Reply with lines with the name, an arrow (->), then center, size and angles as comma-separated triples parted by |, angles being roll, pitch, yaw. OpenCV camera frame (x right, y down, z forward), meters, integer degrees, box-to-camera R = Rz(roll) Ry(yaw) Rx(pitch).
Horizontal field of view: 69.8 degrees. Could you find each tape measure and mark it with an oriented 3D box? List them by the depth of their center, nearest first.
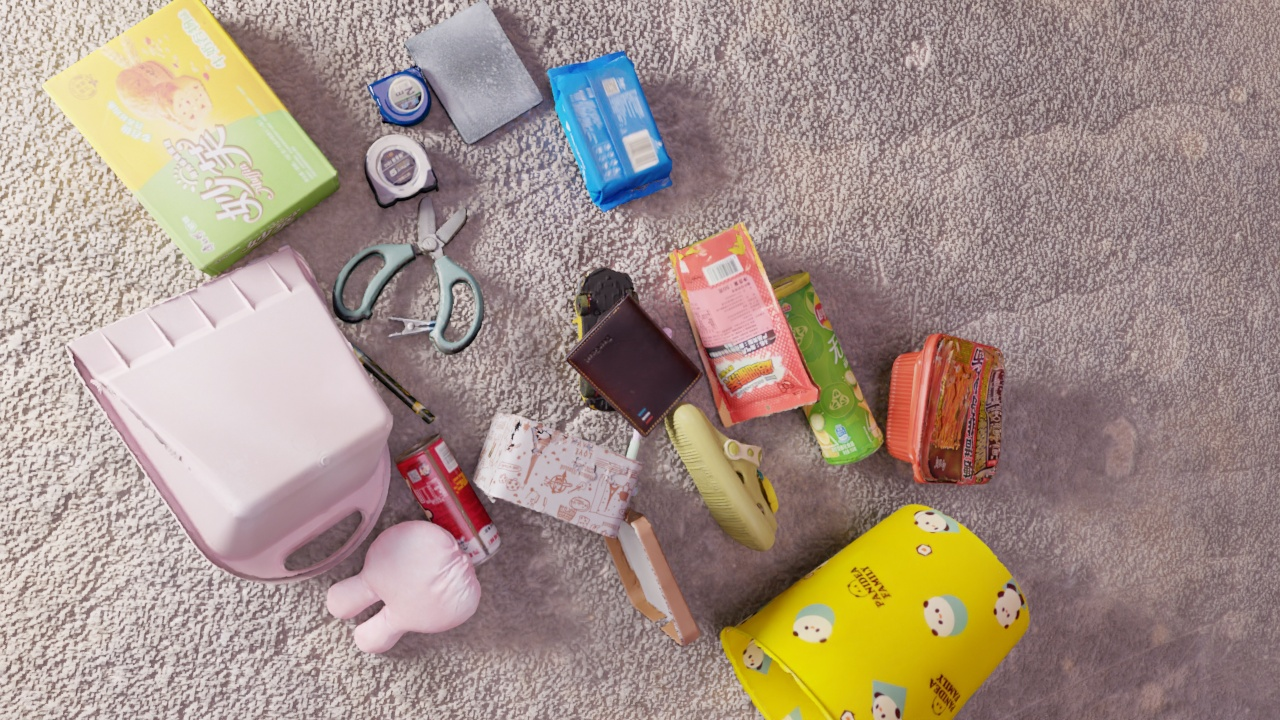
tape measure -> -0.243, -0.192, 0.922 | 0.065, 0.034, 0.066 | -22, 99, -16
tape measure -> -0.239, -0.264, 0.926 | 0.058, 0.025, 0.054 | -25, 98, -5

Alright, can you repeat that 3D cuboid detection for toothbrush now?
toothbrush -> -0.277, -0.003, 0.928 | 0.186, 0.012, 0.017 | 44, 69, -12
toothbrush -> 0.007, 0.055, 1.003 | 0.021, 0.029, 0.189 | 12, 86, 21

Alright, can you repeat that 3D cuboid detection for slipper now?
slipper -> 0.101, 0.117, 0.996 | 0.081, 0.092, 0.190 | -34, 96, -15

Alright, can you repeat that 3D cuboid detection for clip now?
clip -> -0.229, -0.033, 0.934 | 0.057, 0.025, 0.029 | 0, 87, -11

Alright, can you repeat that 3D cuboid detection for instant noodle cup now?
instant noodle cup -> 0.342, 0.057, 1.043 | 0.188, 0.079, 0.164 | 9, 87, -45

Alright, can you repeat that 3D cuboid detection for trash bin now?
trash bin -> 0.254, 0.301, 0.980 | 0.254, 0.230, 0.229 | -35, 100, -18

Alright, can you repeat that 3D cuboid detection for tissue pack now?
tissue pack -> -0.032, -0.243, 0.970 | 0.094, 0.052, 0.157 | -24, 97, -16

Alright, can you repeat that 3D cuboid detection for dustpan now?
dustpan -> -0.356, 0.066, 0.855 | 0.221, 0.139, 0.273 | -32, 80, -38

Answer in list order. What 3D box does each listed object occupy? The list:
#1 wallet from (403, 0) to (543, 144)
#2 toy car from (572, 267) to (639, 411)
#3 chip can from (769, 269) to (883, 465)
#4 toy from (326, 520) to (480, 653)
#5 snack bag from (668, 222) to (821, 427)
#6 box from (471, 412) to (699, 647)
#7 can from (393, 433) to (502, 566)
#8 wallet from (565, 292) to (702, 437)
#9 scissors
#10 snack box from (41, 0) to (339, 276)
wallet -> -0.171, -0.297, 0.949 | 0.097, 0.019, 0.121 | -33, 101, -11
toy car -> -0.034, -0.021, 0.978 | 0.071, 0.041, 0.156 | -7, 98, -19
chip can -> 0.199, 0.012, 1.028 | 0.072, 0.073, 0.221 | -29, 98, -13
toy -> -0.234, 0.226, 0.909 | 0.160, 0.054, 0.121 | -31, 100, 14
snack bag -> 0.105, -0.036, 0.987 | 0.073, 0.129, 0.208 | -27, 96, -50
box -> -0.045, 0.153, 0.909 | 0.274, 0.179, 0.124 | 45, 78, -11
can -> -0.193, 0.144, 0.931 | 0.053, 0.053, 0.133 | -31, 99, -13
wallet -> -0.006, 0.006, 0.958 | 0.096, 0.020, 0.122 | -46, 105, -10
scissors -> -0.238, -0.084, 0.923 | 0.179, 0.019, 0.172 | -7, 79, -9
snack box -> -0.409, -0.207, 0.857 | 0.157, 0.070, 0.210 | -39, 100, -12
